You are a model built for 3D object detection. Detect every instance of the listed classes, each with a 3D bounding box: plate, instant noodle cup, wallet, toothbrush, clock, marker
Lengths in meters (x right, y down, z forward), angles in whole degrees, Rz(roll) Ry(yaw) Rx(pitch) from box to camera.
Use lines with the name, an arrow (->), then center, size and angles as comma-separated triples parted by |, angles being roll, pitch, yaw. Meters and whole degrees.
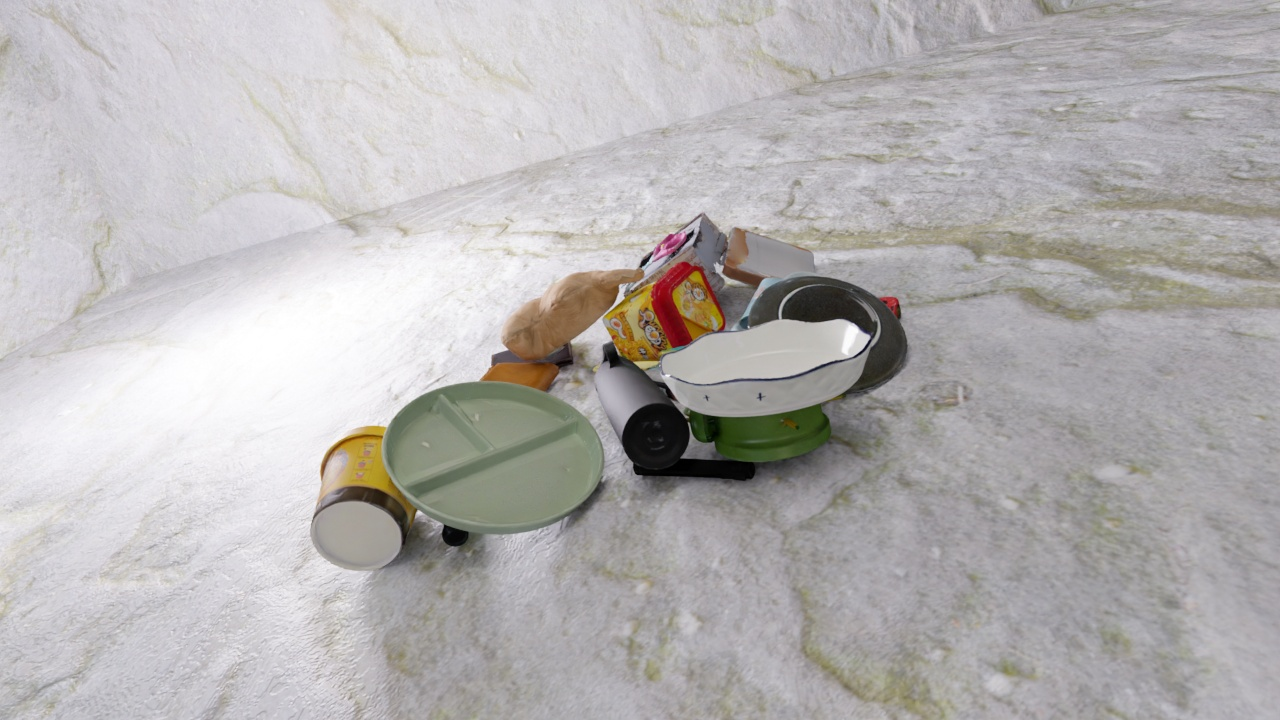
plate -> -0.152, 0.098, 0.960 | 0.230, 0.028, 0.229 | 8, 35, -6
instant noodle cup -> 0.028, -0.054, 1.207 | 0.124, 0.116, 0.115 | -15, 20, 38
plate -> 0.208, -0.038, 1.019 | 0.179, 0.024, 0.179 | 2, 47, -2
instant noodle cup -> -0.284, 0.148, 0.960 | 0.118, 0.118, 0.114 | -16, 30, 5
wallet -> -0.158, -0.001, 1.333 | 0.122, 0.020, 0.096 | -17, 27, 0
toothbrush -> -0.202, 0.142, 1.022 | 0.027, 0.026, 0.212 | 15, 16, -13
clock -> 0.115, 0.053, 0.925 | 0.161, 0.056, 0.115 | 2, 19, 42
marker -> 0.033, 0.035, 1.102 | 0.015, 0.018, 0.124 | -32, 26, -31
wallet -> -0.186, 0.041, 1.225 | 0.119, 0.035, 0.130 | -4, 26, 21
marker -> 0.051, 0.108, 0.916 | 0.132, 0.020, 0.022 | -1, 33, 33
plate -> 0.122, 0.006, 0.896 | 0.205, 0.045, 0.204 | -9, 15, 2

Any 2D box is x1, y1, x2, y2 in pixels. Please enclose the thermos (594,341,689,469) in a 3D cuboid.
thermos -> -0.012, 0.040, 1.001 | 0.068, 0.090, 0.242 | -25, 16, -5

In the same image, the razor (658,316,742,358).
razor -> 0.082, -0.018, 1.133 | 0.132, 0.043, 0.028 | -15, 47, -27

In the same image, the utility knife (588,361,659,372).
utility knife -> -0.007, 0.007, 1.162 | 0.030, 0.021, 0.209 | -26, 8, -30

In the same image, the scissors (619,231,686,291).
scissors -> 0.018, -0.143, 1.286 | 0.134, 0.017, 0.131 | -37, 16, 28

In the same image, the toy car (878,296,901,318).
toy car -> 0.279, -0.047, 1.096 | 0.049, 0.031, 0.106 | -5, 27, 31

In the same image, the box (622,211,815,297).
box -> 0.115, -0.135, 1.319 | 0.272, 0.133, 0.179 | -7, 24, 14

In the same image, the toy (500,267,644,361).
toy -> -0.087, -0.076, 1.248 | 0.226, 0.082, 0.143 | -33, 2, 20

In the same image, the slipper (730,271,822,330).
slipper -> 0.187, -0.064, 1.111 | 0.104, 0.074, 0.244 | 21, 32, 17
